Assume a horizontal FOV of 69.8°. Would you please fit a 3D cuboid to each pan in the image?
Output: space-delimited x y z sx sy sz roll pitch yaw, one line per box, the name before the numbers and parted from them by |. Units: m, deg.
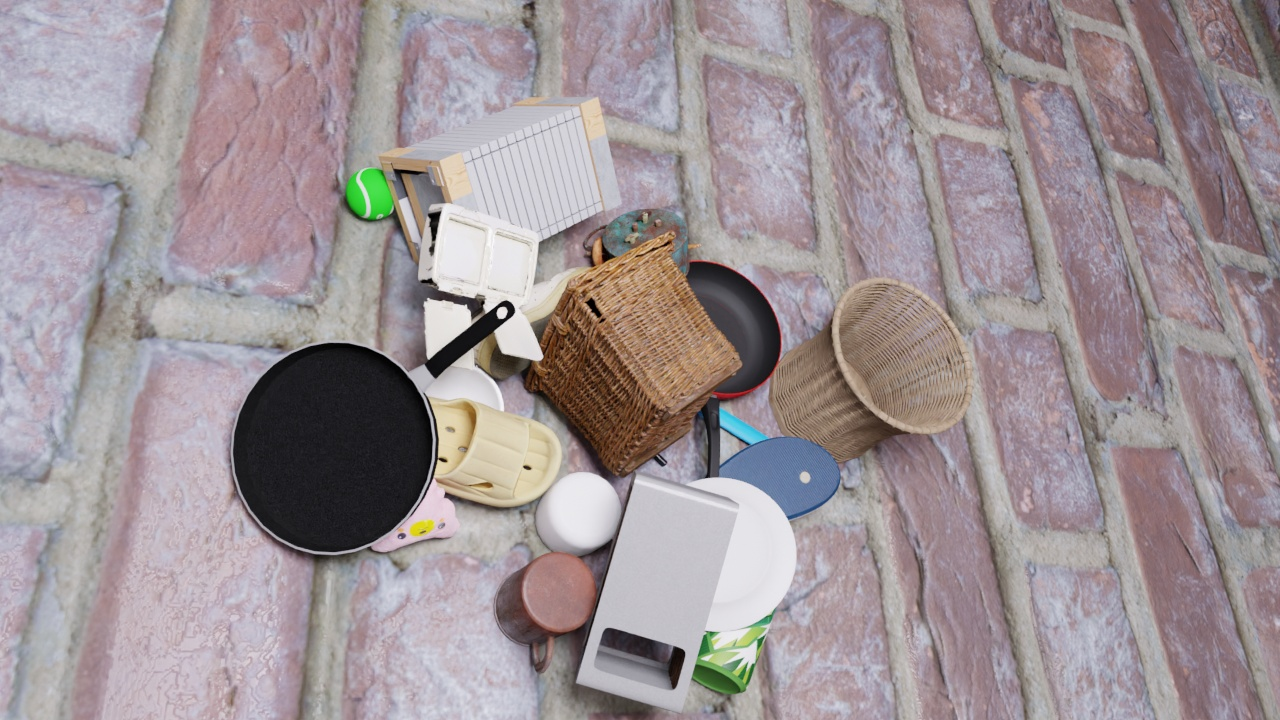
pan | -0.273 0.052 0.979 0.356 0.034 0.225 -38 82 2
pan | 0.095 0.022 1.263 0.208 0.067 0.355 14 62 -16

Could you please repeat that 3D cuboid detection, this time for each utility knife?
utility knife | 0.150 0.105 1.285 0.196 0.015 0.031 32 58 -4

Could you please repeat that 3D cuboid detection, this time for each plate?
plate | 0.092 0.230 1.110 0.189 0.016 0.188 -4 64 7

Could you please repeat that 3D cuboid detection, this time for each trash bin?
trash bin | 0.017 0.250 1.021 0.114 0.114 0.228 16 86 -1
trash bin | -0.174 -0.230 1.173 0.246 0.143 0.142 -33 123 -34

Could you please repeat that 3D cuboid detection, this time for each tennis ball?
tennis ball | -0.340 -0.212 1.165 0.065 0.066 0.065 11 63 -22

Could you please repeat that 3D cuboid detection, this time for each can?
can | 0.114 0.324 1.124 0.083 0.083 0.143 34 57 -8

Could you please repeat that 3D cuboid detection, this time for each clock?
clock | -0.006 -0.164 1.281 0.158 0.073 0.121 20 49 26

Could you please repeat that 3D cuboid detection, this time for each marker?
marker | -0.022 0.086 1.213 0.152 0.011 0.011 43 56 -2

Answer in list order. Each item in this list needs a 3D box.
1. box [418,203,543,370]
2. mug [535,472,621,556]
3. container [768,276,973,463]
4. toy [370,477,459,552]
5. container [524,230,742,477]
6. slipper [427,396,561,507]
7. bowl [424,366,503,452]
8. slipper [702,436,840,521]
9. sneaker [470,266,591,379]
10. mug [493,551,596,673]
box | -0.178 -0.082 1.048 0.145 0.066 0.185 9 66 -46
mug | -0.065 0.190 1.108 0.115 0.068 0.094 27 58 -12
container | 0.312 0.027 1.292 0.226 0.197 0.226 11 63 -22
toy | -0.249 0.170 1.024 0.102 0.093 0.050 -7 37 -33
container | -0.006 0.007 1.100 0.161 0.251 0.183 -31 76 -31
slipper | -0.207 0.096 1.039 0.261 0.079 0.111 17 76 -19
bowl | -0.224 0.060 1.105 0.109 0.041 0.109 5 76 -22
slipper | 0.129 0.190 1.213 0.294 0.060 0.118 -27 75 -20
sneaker | -0.150 -0.061 1.185 0.102 0.089 0.240 22 37 23
mug | -0.107 0.283 1.023 0.096 0.110 0.122 3 65 -19
